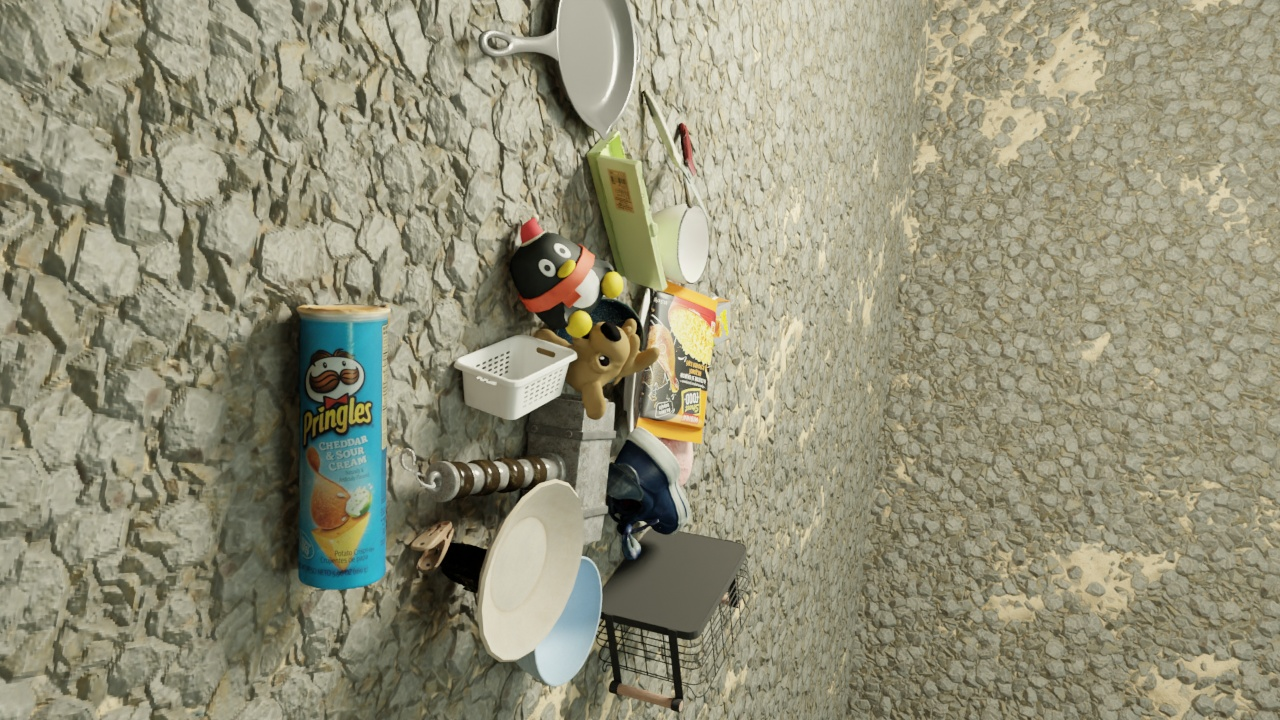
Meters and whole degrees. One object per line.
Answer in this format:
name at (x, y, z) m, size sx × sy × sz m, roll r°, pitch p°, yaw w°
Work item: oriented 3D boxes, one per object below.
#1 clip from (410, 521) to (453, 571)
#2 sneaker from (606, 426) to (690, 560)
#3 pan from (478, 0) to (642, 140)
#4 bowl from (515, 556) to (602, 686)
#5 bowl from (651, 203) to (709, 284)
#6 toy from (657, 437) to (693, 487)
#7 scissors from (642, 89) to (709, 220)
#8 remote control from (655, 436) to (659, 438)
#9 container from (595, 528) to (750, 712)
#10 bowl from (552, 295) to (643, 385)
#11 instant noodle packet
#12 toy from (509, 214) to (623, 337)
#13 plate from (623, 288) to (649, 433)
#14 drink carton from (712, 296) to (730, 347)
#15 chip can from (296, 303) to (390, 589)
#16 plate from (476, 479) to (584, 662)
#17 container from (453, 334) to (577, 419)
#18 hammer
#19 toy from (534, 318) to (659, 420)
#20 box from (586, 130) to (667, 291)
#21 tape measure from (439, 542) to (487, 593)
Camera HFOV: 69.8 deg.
clip at (-0.208, 0.178, 0.916) m, size 0.060 × 0.024 × 0.041 m, roll -70°, pitch 154°, yaw -47°
sneaker at (-0.004, 0.199, 1.231) m, size 0.127 × 0.121 × 0.295 m, roll -45°, pitch 158°, yaw -14°
pan at (-0.085, -0.358, 1.046) m, size 0.353 × 0.024 × 0.217 m, roll -33°, pitch 124°, yaw -59°
bowl at (-0.113, 0.297, 1.076) m, size 0.150 × 0.075 × 0.151 m, roll -21°, pitch 114°, yaw -60°
bowl at (0.048, -0.167, 1.314) m, size 0.116 × 0.066 × 0.116 m, roll -22°, pitch 114°, yaw -61°
toy at (0.040, 0.144, 1.387) m, size 0.105 × 0.053 × 0.108 m, roll -3°, pitch 99°, yaw -53°
scissors at (0.050, -0.297, 1.287) m, size 0.179 × 0.015 × 0.198 m, roll 50°, pitch 28°, yaw -38°
remote control at (0.047, 0.071, 1.388) m, size 0.136 × 0.043 × 0.013 m, roll -54°, pitch 141°, yaw -46°
container at (0.050, 0.362, 1.322) m, size 0.240 × 0.163 × 0.130 m, roll -43°, pitch 133°, yaw -53°
bowl at (-0.058, -0.031, 1.115) m, size 0.114 × 0.061 × 0.114 m, roll -8°, pitch 114°, yaw -18°
instant noodle packet at (0.056, 0.004, 1.329) m, size 0.159 × 0.032 × 0.220 m, roll 15°, pitch 80°, yaw -51°
toy at (-0.095, -0.094, 1.009) m, size 0.097 × 0.100 × 0.119 m, roll -52°, pitch 119°, yaw -18°
plate at (-0.007, 0.007, 1.230) m, size 0.208 × 0.015 × 0.208 m, roll 10°, pitch 86°, yaw -87°
drink carton at (0.099, -0.055, 1.462) m, size 0.124 × 0.048 × 0.076 m, roll -26°, pitch 119°, yaw -60°
chip can at (-0.245, 0.067, 0.756) m, size 0.079 × 0.080 × 0.229 m, roll -11°, pitch 106°, yaw -63°
plate at (-0.118, 0.213, 0.943) m, size 0.188 × 0.027 × 0.189 m, roll -36°, pitch 132°, yaw -54°
container at (-0.132, 0.018, 0.978) m, size 0.129 × 0.081 × 0.050 m, roll -29°, pitch 133°, yaw -59°
hammer at (-0.139, 0.123, 0.983) m, size 0.325 × 0.080 × 0.177 m, roll 7°, pitch 90°, yaw -63°
toy at (-0.040, -0.002, 1.051) m, size 0.108 × 0.134 × 0.106 m, roll -9°, pitch 141°, yaw -46°
box at (-0.020, -0.187, 1.181) m, size 0.130 × 0.064 × 0.188 m, roll -120°, pitch -168°, yaw -51°
tape measure at (-0.174, 0.217, 0.949) m, size 0.063 × 0.067 × 0.038 m, roll 73°, pitch 31°, yaw -55°
